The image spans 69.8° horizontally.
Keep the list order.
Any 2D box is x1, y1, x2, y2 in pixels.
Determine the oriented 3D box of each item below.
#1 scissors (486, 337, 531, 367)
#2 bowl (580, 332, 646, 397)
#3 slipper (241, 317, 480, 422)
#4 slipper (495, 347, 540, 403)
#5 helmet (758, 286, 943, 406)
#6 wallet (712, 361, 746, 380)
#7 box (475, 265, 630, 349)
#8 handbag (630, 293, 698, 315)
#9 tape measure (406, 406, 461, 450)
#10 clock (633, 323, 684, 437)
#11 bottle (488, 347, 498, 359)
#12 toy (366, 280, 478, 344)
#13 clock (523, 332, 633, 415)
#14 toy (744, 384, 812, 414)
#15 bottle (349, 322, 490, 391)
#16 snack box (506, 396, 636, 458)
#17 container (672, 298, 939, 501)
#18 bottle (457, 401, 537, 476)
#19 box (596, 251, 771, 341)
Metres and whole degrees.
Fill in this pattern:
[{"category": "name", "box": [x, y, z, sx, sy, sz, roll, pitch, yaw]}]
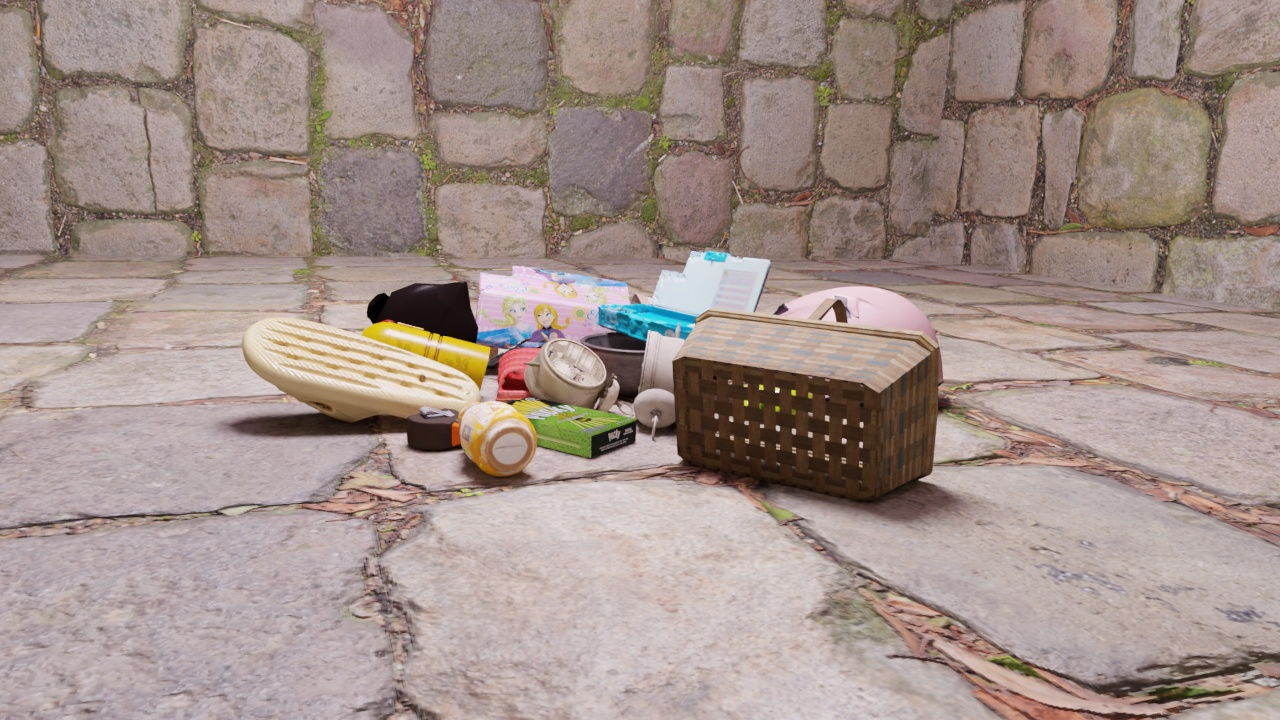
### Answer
[{"category": "scissors", "box": [-0.182, -0.008, 1.248, 0.162, 0.014, 0.117, -24, -2, 30]}, {"category": "bowl", "box": [-0.007, 0.007, 1.202, 0.145, 0.067, 0.145, 2, 11, -1]}, {"category": "slipper", "box": [-0.310, 0.032, 1.013, 0.261, 0.079, 0.111, 16, 30, -11]}, {"category": "slipper", "box": [-0.131, 0.013, 1.179, 0.103, 0.059, 0.248, 2, 10, -1]}, {"category": "helmet", "box": [0.266, -0.021, 1.215, 0.256, 0.152, 0.229, 5, 13, 45]}, {"category": "wallet", "box": [0.086, 0.009, 1.354, 0.116, 0.018, 0.091, 13, 15, 31]}, {"category": "box", "box": [-0.119, -0.076, 1.314, 0.230, 0.160, 0.063, 8, -30, -14]}, {"category": "handbag", "box": [0.095, -0.022, 1.347, 0.175, 0.062, 0.198, 7, 24, -29]}, {"category": "tape measure", "box": [-0.209, 0.066, 0.938, 0.058, 0.038, 0.058, -3, 12, -26]}, {"category": "clock", "box": [0.027, 0.033, 1.043, 0.061, 0.104, 0.156, 9, 37, 0]}, {"category": "bottle", "box": [-0.279, -0.023, 1.361, 0.161, 0.046, 0.072, 10, 14, 35]}, {"category": "toy", "box": [-0.288, -0.043, 1.233, 0.159, 0.140, 0.184, 37, -11, -16]}, {"category": "clock", "box": [-0.067, 0.024, 1.072, 0.141, 0.055, 0.092, 30, 32, -6]}, {"category": "toy", "box": [0.159, 0.047, 1.100, 0.094, 0.036, 0.094, 9, 35, 15]}, {"category": "bottle", "box": [-0.269, -0.003, 1.101, 0.163, 0.071, 0.071, 14, 9, -12]}, {"category": "snack box", "box": [-0.088, 0.069, 0.979, 0.148, 0.025, 0.080, 9, 13, 33]}, {"category": "container", "box": [0.168, 0.031, 0.909, 0.250, 0.158, 0.185, 9, 24, 32]}, {"category": "bottle", "box": [-0.142, 0.068, 0.873, 0.063, 0.063, 0.109, -4, 14, -27]}, {"category": "box", "box": [0.061, -0.068, 1.211, 0.170, 0.085, 0.227, -40, 29, -19]}]
